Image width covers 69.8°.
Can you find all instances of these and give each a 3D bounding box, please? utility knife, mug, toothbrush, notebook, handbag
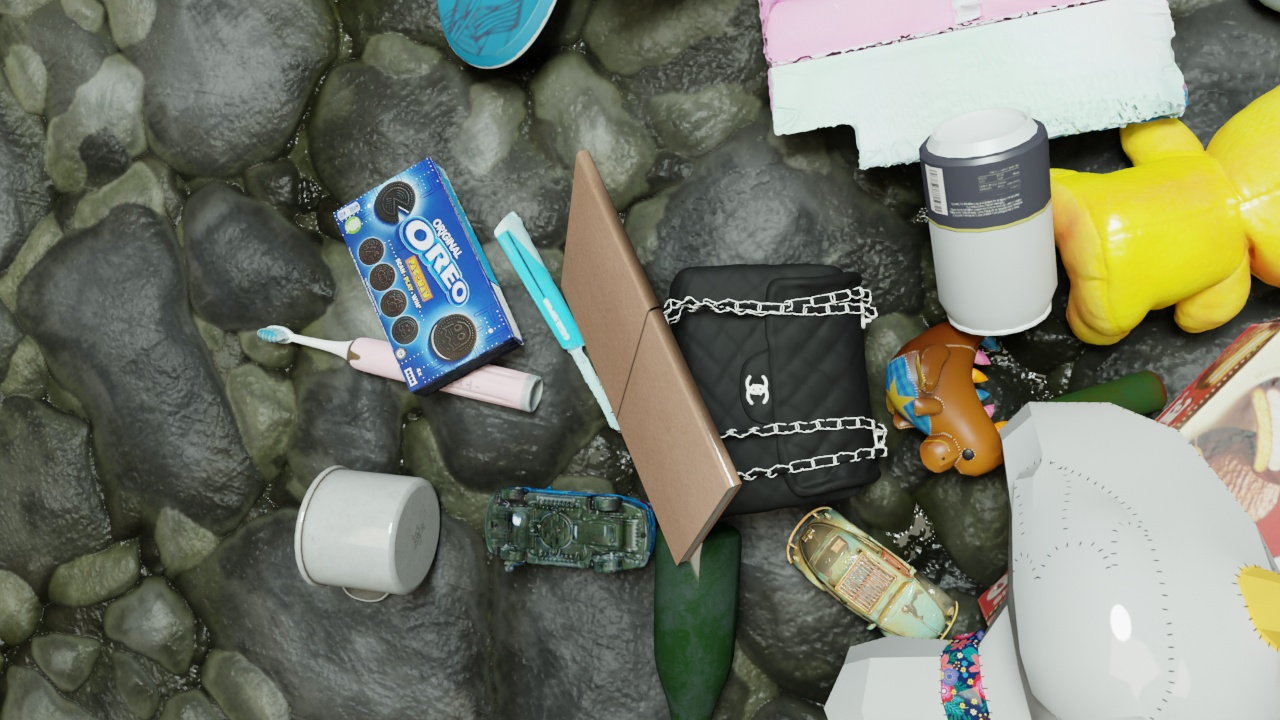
[{"bbox_3d":[-0.052,-0.026,0.635,0.022,0.015,0.169,-33,86,19],"label":"utility knife"},{"bbox_3d":[-0.185,0.129,0.642,0.070,0.084,0.113,4,126,12],"label":"mug"},{"bbox_3d":[-0.177,0.001,0.659,0.223,0.026,0.027,12,97,14],"label":"toothbrush"},{"bbox_3d":[-0.003,0.003,0.536,0.008,0.142,0.209,-16,66,-17],"label":"notebook"},{"bbox_3d":[0.082,0.014,0.550,0.125,0.114,0.153,-6,87,10],"label":"handbag"}]

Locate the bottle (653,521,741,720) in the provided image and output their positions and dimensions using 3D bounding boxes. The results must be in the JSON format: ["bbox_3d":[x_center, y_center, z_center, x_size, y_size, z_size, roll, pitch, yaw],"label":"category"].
[{"bbox_3d":[0.034,0.194,0.594,0.055,0.055,0.174,3,93,14],"label":"bottle"}]

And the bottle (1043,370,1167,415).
[{"bbox_3d":[0.256,0.033,0.550,0.106,0.025,0.025,-20,86,14],"label":"bottle"}]

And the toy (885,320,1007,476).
[{"bbox_3d":[0.201,0.018,0.551,0.103,0.071,0.090,-26,75,-10],"label":"toy"}]

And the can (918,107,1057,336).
[{"bbox_3d":[0.196,-0.071,0.514,0.064,0.064,0.127,-11,120,14],"label":"can"}]

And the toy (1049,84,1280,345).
[{"bbox_3d":[0.320,-0.088,0.502,0.194,0.087,0.134,-14,83,14],"label":"toy"}]

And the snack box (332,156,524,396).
[{"bbox_3d":[-0.147,-0.059,0.636,0.082,0.027,0.150,-30,75,6],"label":"snack box"}]

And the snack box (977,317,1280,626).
[{"bbox_3d":[0.317,0.100,0.517,0.113,0.060,0.236,42,100,12],"label":"snack box"}]

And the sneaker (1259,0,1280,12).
[{"bbox_3d":[0.442,-0.214,0.431,0.257,0.160,0.093,17,95,15],"label":"sneaker"}]

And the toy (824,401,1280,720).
[{"bbox_3d":[0.212,0.139,0.451,0.268,0.140,0.246,-13,66,40],"label":"toy"}]

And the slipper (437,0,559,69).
[{"bbox_3d":[-0.083,-0.342,0.601,0.118,0.060,0.295,19,94,35],"label":"slipper"}]

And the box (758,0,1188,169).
[{"bbox_3d":[0.189,-0.195,0.548,0.231,0.035,0.159,-7,80,14],"label":"box"}]

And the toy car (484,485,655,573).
[{"bbox_3d":[-0.047,0.114,0.618,0.120,0.043,0.056,1,91,17],"label":"toy car"}]

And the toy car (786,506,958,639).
[{"bbox_3d":[0.143,0.138,0.569,0.112,0.047,0.047,36,95,11],"label":"toy car"}]
